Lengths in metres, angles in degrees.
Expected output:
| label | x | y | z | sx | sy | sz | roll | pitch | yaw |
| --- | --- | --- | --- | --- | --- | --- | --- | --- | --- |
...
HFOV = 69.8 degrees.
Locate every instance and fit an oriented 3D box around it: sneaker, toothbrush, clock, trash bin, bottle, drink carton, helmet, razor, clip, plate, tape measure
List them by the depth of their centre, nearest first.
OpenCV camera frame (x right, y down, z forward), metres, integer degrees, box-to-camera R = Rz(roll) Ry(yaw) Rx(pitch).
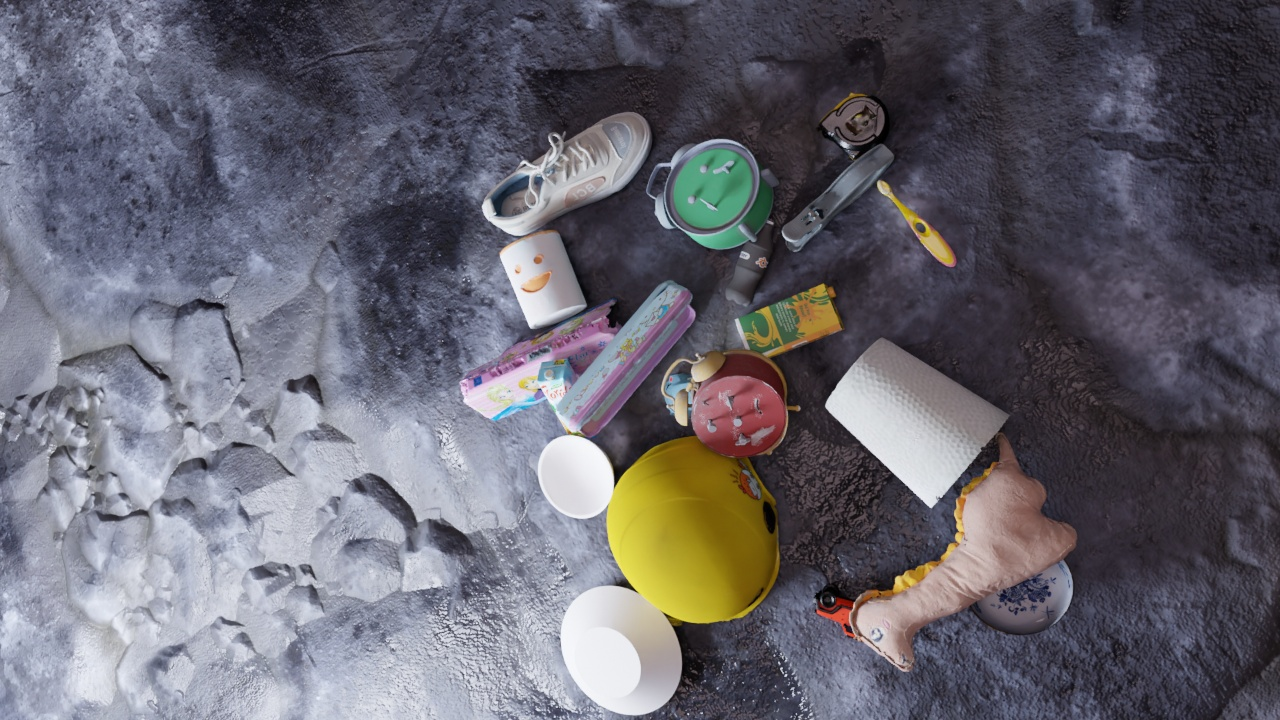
| label | x | y | z | sx | sy | sz | roll | pitch | yaw |
| --- | --- | --- | --- | --- | --- | --- | --- | --- | --- |
| trash bin | 0.305 | 0.063 | 1.036 | 0.161 | 0.133 | 0.133 | 40 | 102 | 18 |
| toothbrush | 0.324 | -0.162 | 1.080 | 0.021 | 0.016 | 0.135 | -41 | 79 | 12 |
| tape measure | 0.258 | -0.279 | 1.087 | 0.071 | 0.042 | 0.072 | 46 | 100 | 15 |
| clock | 0.102 | 0.050 | 1.088 | 0.159 | 0.081 | 0.117 | 25 | 117 | -6 |
| clip | 0.232 | -0.189 | 1.091 | 0.162 | 0.090 | 0.027 | -40 | 78 | 0 |
| helmet | 0.058 | 0.217 | 1.106 | 0.209 | 0.139 | 0.240 | -28 | 83 | 16 |
| drink carton | 0.184 | -0.045 | 1.113 | 0.123 | 0.041 | 0.058 | -22 | 84 | 17 |
| clock | 0.078 | -0.207 | 1.119 | 0.162 | 0.075 | 0.122 | 20 | 87 | 30 |
| bottle | 0.139 | -0.122 | 1.128 | 0.036 | 0.036 | 0.110 | 24 | 98 | 16 |
| drink carton | -0.091 | 0.050 | 1.163 | 0.044 | 0.129 | 0.038 | -7 | 46 | 17 |
| sneaker | -0.096 | -0.239 | 1.173 | 0.243 | 0.090 | 0.089 | -29 | 81 | 15 |
| plate | -0.034 | 0.379 | 1.175 | 0.174 | 0.036 | 0.174 | 4 | 99 | 25 |
| razor | 0.038 | 0.379 | 1.177 | 0.042 | 0.026 | 0.106 | -1 | 95 | 16 |

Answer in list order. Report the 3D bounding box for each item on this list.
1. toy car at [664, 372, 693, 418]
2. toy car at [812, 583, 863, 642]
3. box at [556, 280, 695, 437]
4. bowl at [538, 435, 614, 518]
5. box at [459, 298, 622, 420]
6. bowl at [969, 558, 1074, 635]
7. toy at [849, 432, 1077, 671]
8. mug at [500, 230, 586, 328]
| label | x | y | z | sx | sy | sz | roll | pitch | yaw |
| --- | --- | --- | --- | --- | --- | --- | --- | --- | --- |
| toy car | 0.080 | 0.038 | 1.154 | 0.108 | 0.027 | 0.060 | -14 | 87 | 17 |
| toy car | 0.254 | 0.303 | 1.091 | 0.100 | 0.051 | 0.049 | 13 | 92 | 17 |
| box | -0.018 | -0.003 | 1.105 | 0.062 | 0.140 | 0.214 | 40 | 88 | 6 |
| bowl | -0.075 | 0.146 | 1.195 | 0.110 | 0.040 | 0.110 | 5 | 103 | 24 |
| box | -0.123 | -0.010 | 1.200 | 0.231 | 0.084 | 0.090 | -23 | 56 | 17 |
| bowl | 0.425 | 0.257 | 1.030 | 0.114 | 0.045 | 0.114 | -15 | 54 | 22 |
| toy | 0.343 | 0.218 | 1.032 | 0.265 | 0.065 | 0.196 | -31 | 55 | 16 |
| mug | -0.125 | -0.104 | 1.188 | 0.082 | 0.082 | 0.105 | -24 | 84 | 16 |
